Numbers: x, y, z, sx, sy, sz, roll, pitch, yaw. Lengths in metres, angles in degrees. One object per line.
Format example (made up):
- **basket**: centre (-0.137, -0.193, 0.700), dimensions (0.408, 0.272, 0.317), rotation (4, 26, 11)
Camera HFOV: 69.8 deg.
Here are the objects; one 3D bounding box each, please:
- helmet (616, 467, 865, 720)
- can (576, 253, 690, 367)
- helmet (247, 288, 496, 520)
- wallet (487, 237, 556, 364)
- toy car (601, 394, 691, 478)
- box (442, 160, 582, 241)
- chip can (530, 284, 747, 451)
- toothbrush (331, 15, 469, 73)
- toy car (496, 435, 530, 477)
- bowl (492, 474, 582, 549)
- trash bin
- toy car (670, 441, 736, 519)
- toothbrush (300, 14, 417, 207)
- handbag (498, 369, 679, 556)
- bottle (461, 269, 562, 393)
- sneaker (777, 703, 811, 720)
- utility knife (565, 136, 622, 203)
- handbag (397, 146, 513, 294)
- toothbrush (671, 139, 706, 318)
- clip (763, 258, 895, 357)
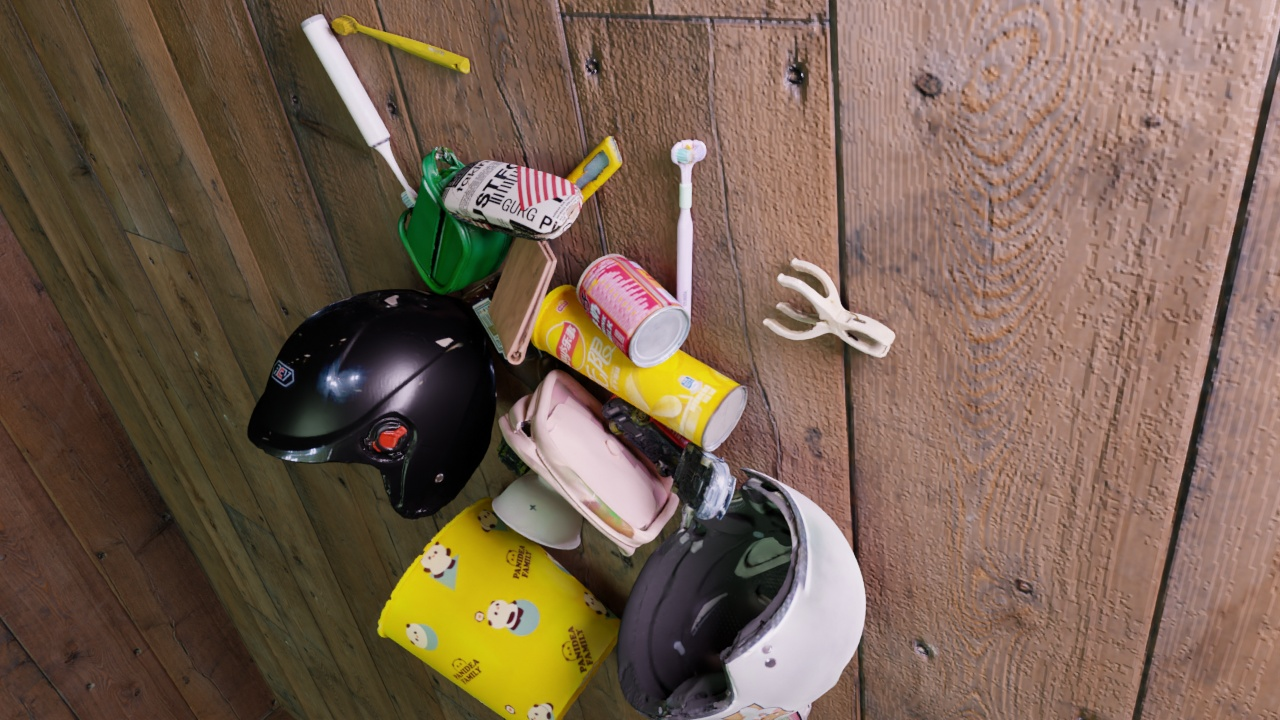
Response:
- **helmet**: centre (0.107, 0.238, 0.857), dimensions (0.157, 0.229, 0.275), rotation (25, 136, -17)
- **can**: centre (-0.008, -0.047, 0.823), dimensions (0.094, 0.066, 0.067), rotation (46, 146, 35)
- **helmet**: centre (-0.293, 0.032, 1.038), dimensions (0.234, 0.274, 0.230), rotation (28, 110, 45)
- **wallet**: centre (-0.116, -0.069, 0.899), dimensions (0.115, 0.020, 0.101), rotation (-67, 30, 22)
- **toy car**: centre (0.017, 0.073, 0.926), dimensions (0.120, 0.045, 0.053), rotation (46, 144, -15)
- **box**: centre (-0.122, -0.150, 0.844), dimensions (0.164, 0.068, 0.052), rotation (16, 144, 37)
- **chip can**: centre (-0.005, 0.005, 0.872), dimensions (0.213, 0.071, 0.072), rotation (31, 139, 24)
- **toothbrush**: centre (-0.238, -0.310, 0.898), dimensions (0.190, 0.016, 0.016), rotation (27, 136, 29)
- **toy car**: centre (-0.141, 0.096, 1.121), dimensions (0.048, 0.032, 0.105), rotation (38, 130, 17)
- **bowl**: centre (-0.113, 0.170, 1.114), dimensions (0.118, 0.118, 0.065), rotation (31, 99, 25)
- **trash bin**: centre (-0.173, 0.348, 1.217), dimensions (0.255, 0.228, 0.230), rotation (35, 140, 12)
- **toy car**: centre (0.057, 0.111, 0.845), dimensions (0.036, 0.054, 0.120), rotation (19, -178, -12)
- **toothbrush**: centre (-0.296, -0.263, 0.989), dimensions (0.026, 0.026, 0.221), rotation (-19, 107, 29)
- **handbag**: centre (-0.051, 0.111, 0.884), dimensions (0.193, 0.093, 0.234), rotation (45, -176, -6)
- **bottle**: centre (-0.119, -0.004, 1.007), dimensions (0.080, 0.043, 0.195), rotation (-20, 106, 51)
- **sneaker**: centre (0.079, 0.352, 1.058), dimensions (0.241, 0.087, 0.118), rotation (36, 140, 18)
- **utility knife**: centre (-0.061, -0.159, 0.841), dimensions (0.033, 0.015, 0.157), rotation (52, 143, -5)
- **handbag**: centre (-0.197, -0.143, 0.960), dimensions (0.120, 0.067, 0.132), rotation (54, 144, 8)
- **toothbrush**: centre (0.039, -0.099, 0.786), dimensions (0.021, 0.029, 0.189), rotation (-107, 12, -48)
- **clip**: centre (0.141, -0.030, 0.726), dimensions (0.102, 0.034, 0.095), rotation (44, 139, -3)
